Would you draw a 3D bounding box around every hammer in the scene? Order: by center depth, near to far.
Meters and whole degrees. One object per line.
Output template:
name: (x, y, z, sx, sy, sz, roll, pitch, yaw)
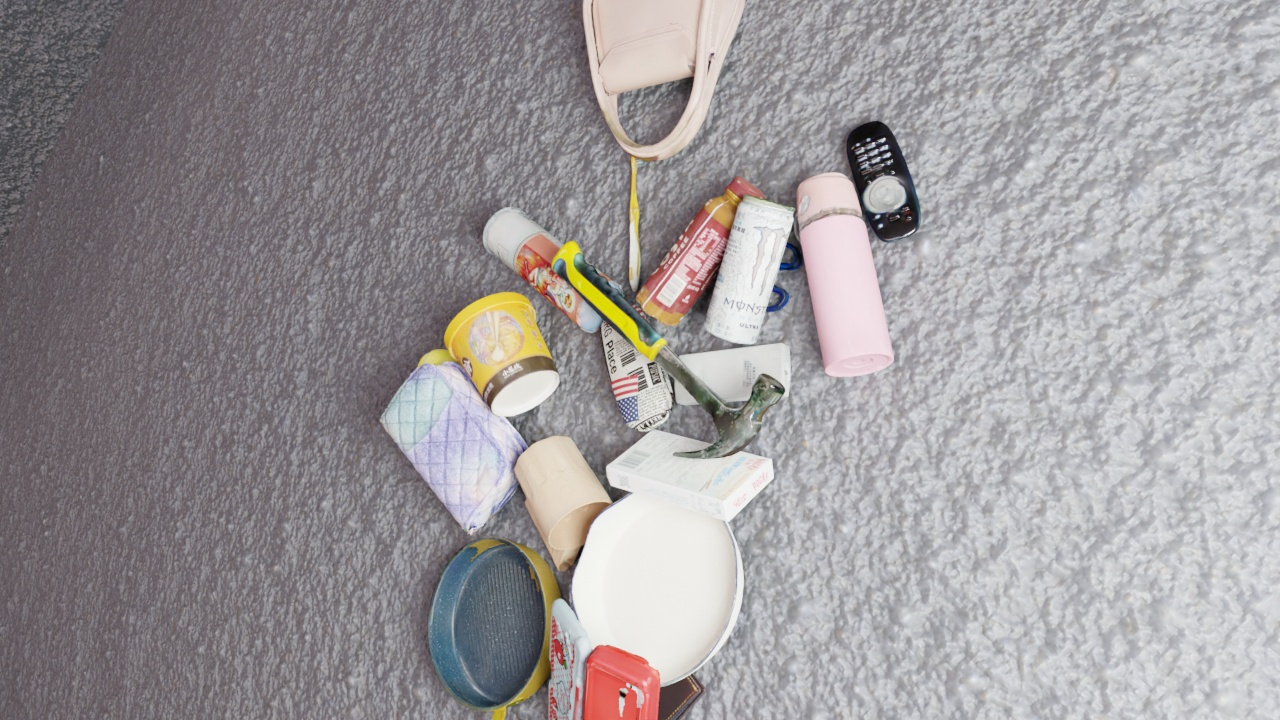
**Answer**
hammer: (0.006, -0.019, 0.973, 0.323, 0.031, 0.126, 45, 110, 31)

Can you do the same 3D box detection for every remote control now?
remote control: (0.242, -0.176, 0.910, 0.053, 0.024, 0.136, -20, 66, 21)
remote control: (0.096, 0.016, 0.976, 0.135, 0.019, 0.056, -8, 73, 37)

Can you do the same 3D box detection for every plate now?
plate: (0.020, 0.231, 0.951, 0.205, 0.045, 0.204, -16, 63, 33)

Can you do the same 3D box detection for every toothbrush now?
toothbrush: (-0.004, -0.174, 1.108, 0.018, 0.016, 0.191, -8, 72, 27)

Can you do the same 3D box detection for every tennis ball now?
tennis ball: (-0.267, 0.018, 1.229, 0.066, 0.065, 0.065, -11, 71, 35)

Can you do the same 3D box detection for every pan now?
pan: (-0.168, 0.378, 1.046, 0.198, 0.078, 0.356, -28, 62, 30)

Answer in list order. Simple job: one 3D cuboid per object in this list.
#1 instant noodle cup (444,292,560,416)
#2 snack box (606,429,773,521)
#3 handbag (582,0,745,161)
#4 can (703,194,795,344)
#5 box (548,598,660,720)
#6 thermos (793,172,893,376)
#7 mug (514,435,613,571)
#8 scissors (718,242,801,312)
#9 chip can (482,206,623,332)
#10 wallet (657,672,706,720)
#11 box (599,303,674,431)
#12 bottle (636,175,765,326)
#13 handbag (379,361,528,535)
instant noodle cup: (-0.164, -0.003, 1.128, 0.119, 0.118, 0.114, -42, 65, 22)
snack box: (0.049, 0.115, 0.946, 0.157, 0.084, 0.027, 11, 123, 39)
handbag: (0.021, -0.356, 1.098, 0.194, 0.093, 0.234, -1, 82, 37)
can: (0.111, -0.093, 0.943, 0.058, 0.058, 0.147, 27, 107, 39)
box: (-0.048, 0.357, 0.929, 0.161, 0.058, 0.201, 26, 123, 38)
thermos: (0.191, -0.083, 0.905, 0.087, 0.067, 0.198, 138, 129, -57)
mug: (-0.093, 0.164, 1.055, 0.103, 0.084, 0.125, 55, 138, 35)
scissors: (0.105, -0.111, 1.009, 0.133, 0.012, 0.172, -49, 53, 19)
chip can: (-0.111, -0.116, 1.140, 0.215, 0.071, 0.071, 39, 102, 37)
wallet: (0.002, 0.331, 0.965, 0.096, 0.020, 0.122, -50, 52, 10)
box: (-0.004, 0.007, 1.045, 0.069, 0.052, 0.164, -41, 49, 35)
bottle: (0.067, -0.119, 0.996, 0.175, 0.057, 0.057, -52, 53, 19)
handbag: (-0.229, 0.103, 1.145, 0.194, 0.075, 0.134, 49, 113, 19)
